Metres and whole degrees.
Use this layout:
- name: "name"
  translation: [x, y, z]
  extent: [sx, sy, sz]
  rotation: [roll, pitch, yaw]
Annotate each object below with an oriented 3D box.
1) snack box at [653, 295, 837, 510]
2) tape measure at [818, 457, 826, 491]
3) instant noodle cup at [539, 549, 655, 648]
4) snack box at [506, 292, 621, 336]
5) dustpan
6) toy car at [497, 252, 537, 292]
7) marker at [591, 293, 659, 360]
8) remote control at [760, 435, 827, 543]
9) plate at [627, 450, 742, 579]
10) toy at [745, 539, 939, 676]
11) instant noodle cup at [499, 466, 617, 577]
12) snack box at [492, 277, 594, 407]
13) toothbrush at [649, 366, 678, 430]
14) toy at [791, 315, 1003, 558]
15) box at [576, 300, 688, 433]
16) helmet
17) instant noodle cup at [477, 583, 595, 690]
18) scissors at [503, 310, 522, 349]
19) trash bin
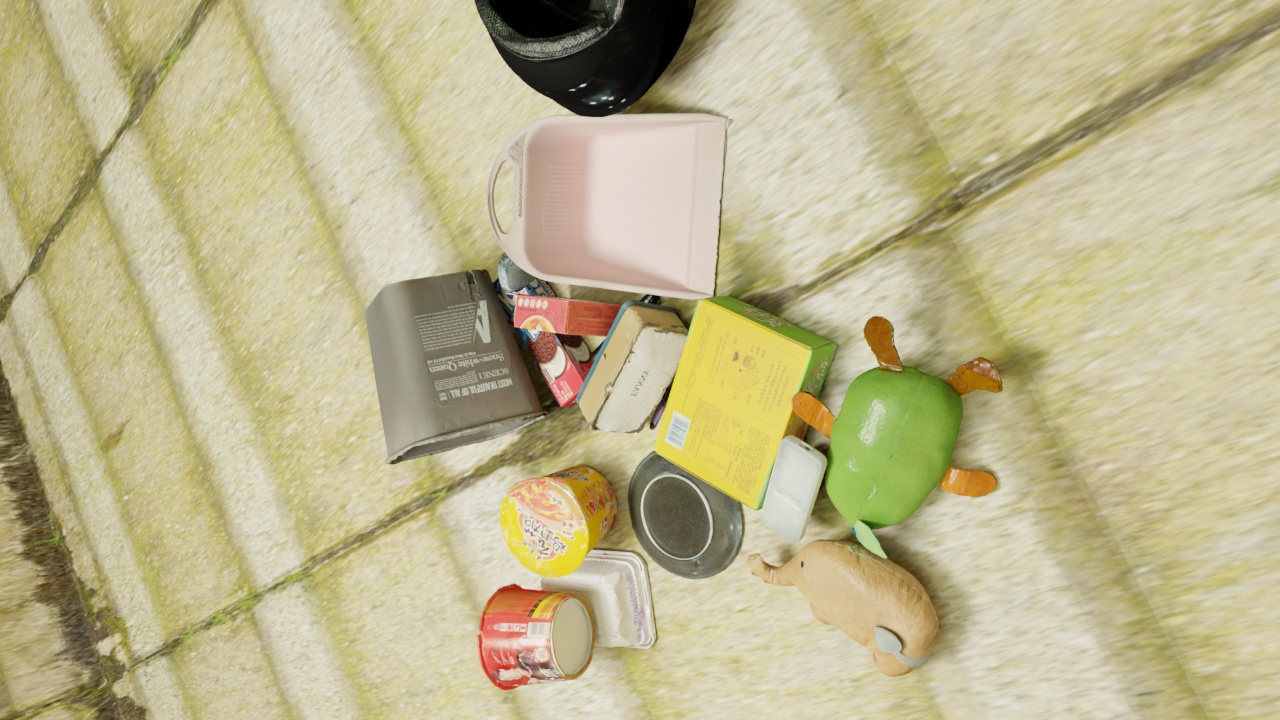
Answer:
- name: "snack box"
  translation: [0.120, 0.046, 1.081]
  extent: [0.158, 0.069, 0.210]
  rotation: [28, 113, 30]
- name: "tape measure"
  translation: [0.189, 0.130, 1.052]
  extent: [0.039, 0.057, 0.057]
  rotation: [33, 138, 30]
- name: "instant noodle cup"
  translation: [-0.069, 0.337, 1.281]
  extent: [0.174, 0.060, 0.138]
  rotation: [-6, 95, 36]
- name: "snack box"
  translation: [-0.094, -0.058, 1.178]
  extent: [0.127, 0.113, 0.044]
  rotation: [10, 96, 45]
- name: "dustpan"
  translation: [-0.045, -0.188, 1.118]
  extent: [0.274, 0.138, 0.222]
  rotation: [9, 102, 36]
- name: "toy car"
  translation: [-0.142, -0.135, 1.211]
  extent: [0.037, 0.120, 0.054]
  rotation: [17, 131, 29]
- name: "marker"
  translation: [-0.020, -0.042, 1.199]
  extent: [0.132, 0.020, 0.022]
  rotation: [-46, 40, 32]
- name: "remote control"
  translation: [0.169, 0.144, 1.019]
  extent: [0.056, 0.020, 0.136]
  rotation: [32, 135, 29]
- name: "plate"
  translation: [0.050, 0.200, 1.189]
  extent: [0.180, 0.024, 0.179]
  rotation: [7, 102, 35]
- name: "toy"
  translation: [0.227, 0.258, 1.032]
  extent: [0.226, 0.082, 0.144]
  rotation: [31, 127, 29]
- name: "instant noodle cup"
  translation: [-0.102, 0.209, 1.241]
  extent: [0.138, 0.109, 0.138]
  rotation: [7, 104, 27]
- name: "snack box"
  translation: [-0.127, -0.038, 1.257]
  extent: [0.058, 0.057, 0.207]
  rotation: [-40, 74, 31]
- name: "toothbrush"
  translation: [0.048, 0.014, 1.166]
  extent: [0.014, 0.016, 0.189]
  rotation: [45, 125, 35]
- name: "toy"
  translation: [0.267, 0.081, 0.968]
  extent: [0.227, 0.089, 0.247]
  rotation: [26, 117, 17]
- name: "box"
  translation: [-0.007, 0.007, 1.150]
  extent: [0.185, 0.089, 0.059]
  rotation: [-62, 39, 24]
- name: "helmet"
  translation: [-0.051, -0.415, 1.030]
  extent: [0.233, 0.230, 0.274]
  rotation: [24, 70, 22]
- name: "instant noodle cup"
  translation: [-0.132, 0.368, 1.216]
  extent: [0.109, 0.137, 0.138]
  rotation: [-9, 93, 29]
- name: "scissors"
  translation: [-0.231, -0.036, 1.349]
  extent: [0.176, 0.012, 0.163]
  rotation: [35, 124, 32]
- name: "trash bin"
  translation: [-0.263, 0.008, 1.247]
  extent: [0.199, 0.198, 0.219]
  rotation: [-25, 79, 58]
